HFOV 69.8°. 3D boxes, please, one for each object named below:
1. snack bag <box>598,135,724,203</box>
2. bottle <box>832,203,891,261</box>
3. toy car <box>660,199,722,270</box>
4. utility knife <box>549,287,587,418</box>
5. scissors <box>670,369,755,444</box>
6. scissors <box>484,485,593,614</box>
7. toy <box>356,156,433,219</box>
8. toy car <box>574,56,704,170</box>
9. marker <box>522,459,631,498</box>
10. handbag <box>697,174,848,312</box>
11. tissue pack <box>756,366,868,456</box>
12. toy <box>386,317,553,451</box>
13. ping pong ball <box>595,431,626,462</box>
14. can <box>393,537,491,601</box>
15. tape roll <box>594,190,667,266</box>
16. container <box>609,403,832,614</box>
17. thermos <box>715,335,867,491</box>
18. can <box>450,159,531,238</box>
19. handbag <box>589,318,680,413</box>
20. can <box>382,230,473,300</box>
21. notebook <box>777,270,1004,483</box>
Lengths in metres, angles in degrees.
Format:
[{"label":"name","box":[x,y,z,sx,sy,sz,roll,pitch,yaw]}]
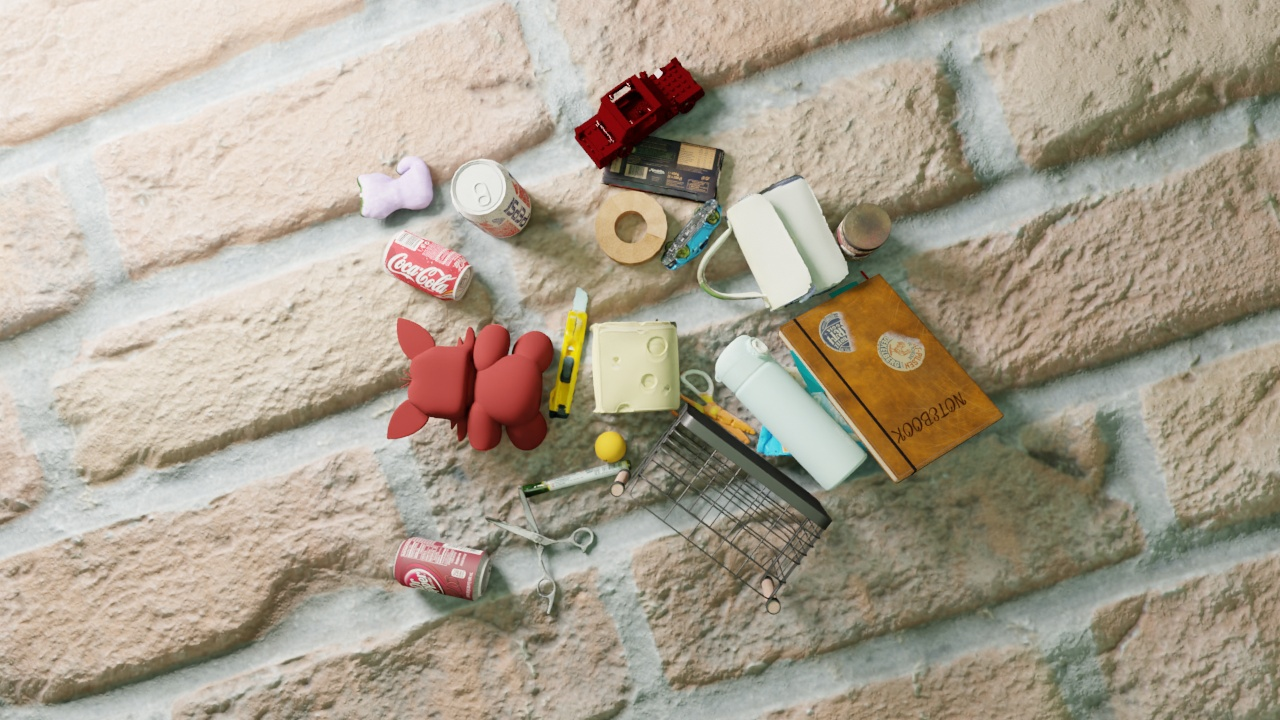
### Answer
[{"label":"snack bag","box":[0.029,-0.253,1.197,0.155,0.018,0.074,12,88,4]},{"label":"bottle","box":[0.272,-0.157,1.133,0.056,0.105,0.056,0,88,4]},{"label":"toy car","box":[0.069,-0.158,1.176,0.032,0.048,0.105,36,96,-24]},{"label":"utility knife","box":[-0.093,-0.009,1.203,0.030,0.017,0.175,11,86,-5]},{"label":"scissors","box":[0.100,0.060,1.188,0.131,0.012,0.073,28,92,5]},{"label":"scissors","box":[-0.132,0.247,1.192,0.141,0.014,0.171,2,93,-4]},{"label":"toy","box":[-0.325,-0.230,1.215,0.099,0.036,0.080,-9,78,-1]},{"label":"toy car","box":[-0.002,-0.322,1.169,0.169,0.062,0.070,-37,79,-5]},{"label":"marker","box":[-0.083,0.154,1.195,0.146,0.017,0.017,-15,87,4]},{"label":"handbag","box":[0.155,-0.133,1.158,0.176,0.074,0.151,-24,87,4]},{"label":"tissue pack","box":[0.249,0.061,1.151,0.209,0.066,0.117,-3,87,6]},{"label":"toy","box":[-0.212,0.031,1.159,0.197,0.120,0.158,5,91,-5]},{"label":"ping pong ball","box":[-0.038,0.112,1.181,0.040,0.040,0.040,0,88,4]},{"label":"can","box":[-0.254,0.268,1.182,0.114,0.063,0.063,11,89,4]},{"label":"tape roll","box":[-0.012,-0.171,1.193,0.094,0.027,0.094,0,88,4]},{"label":"container","box":[0.100,0.169,1.104,0.241,0.162,0.130,37,94,2]},{"label":"thermos","box":[0.175,0.059,1.096,0.207,0.065,0.078,47,135,11]},{"label":"can","box":[-0.187,-0.203,1.153,0.078,0.136,0.078,0,88,4]},{"label":"handbag","box":[-0.007,0.007,1.162,0.111,0.081,0.119,-3,85,1]},{"label":"can","box":[-0.276,-0.122,1.193,0.105,0.064,0.064,25,90,4]},{"label":"notebook","box":[0.286,0.012,1.103,0.178,0.014,0.249,-28,66,-16]}]
